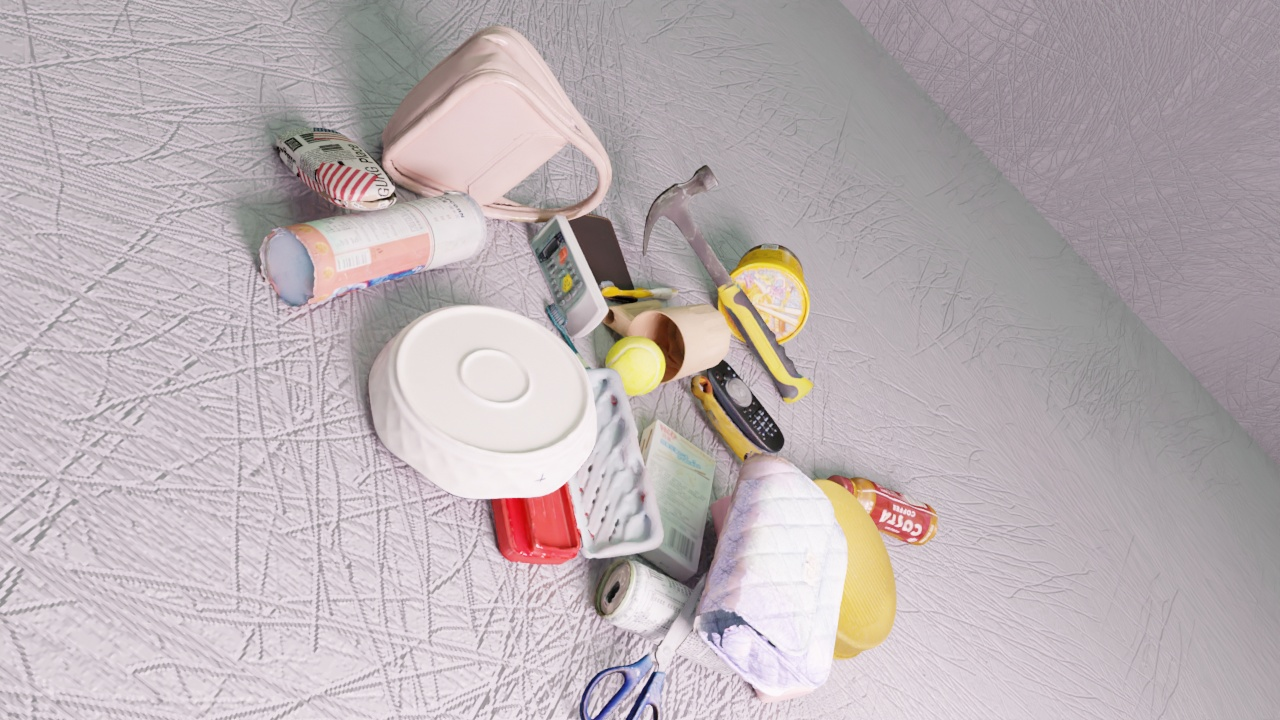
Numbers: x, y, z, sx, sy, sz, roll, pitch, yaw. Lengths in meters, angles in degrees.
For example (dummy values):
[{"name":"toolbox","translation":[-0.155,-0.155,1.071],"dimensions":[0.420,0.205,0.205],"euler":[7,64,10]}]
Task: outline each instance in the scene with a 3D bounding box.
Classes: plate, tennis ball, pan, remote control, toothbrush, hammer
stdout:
[{"name":"plate","translation":[-0.131,0.027,0.805],"dimensions":[0.204,0.046,0.204],"euler":[14,44,-14]},{"name":"tennis ball","translation":[-0.006,0.006,0.991],"dimensions":[0.065,0.066,0.065],"euler":[28,41,-27]},{"name":"pan","translation":[0.166,0.164,1.035],"dimensions":[0.197,0.078,0.357],"euler":[-21,82,-53]},{"name":"remote control","translation":[0.124,0.058,1.117],"dimensions":[0.136,0.024,0.053],"euler":[52,42,2]},{"name":"toothbrush","translation":[-0.050,0.017,0.975],"dimensions":[0.016,0.018,0.191],"euler":[-14,68,-51]},{"name":"hammer","translation":[0.116,-0.079,1.166],"dimensions":[0.323,0.126,0.031],"euler":[55,13,-16]},{"name":"remote control","translation":[-0.080,-0.092,1.012],"dimensions":[0.019,0.056,0.135],"euler":[-1,59,-46]},{"name":"toothbrush","translation":[0.000,-0.084,1.097],"dimensions":[0.018,0.016,0.191],"euler":[57,25,14]}]

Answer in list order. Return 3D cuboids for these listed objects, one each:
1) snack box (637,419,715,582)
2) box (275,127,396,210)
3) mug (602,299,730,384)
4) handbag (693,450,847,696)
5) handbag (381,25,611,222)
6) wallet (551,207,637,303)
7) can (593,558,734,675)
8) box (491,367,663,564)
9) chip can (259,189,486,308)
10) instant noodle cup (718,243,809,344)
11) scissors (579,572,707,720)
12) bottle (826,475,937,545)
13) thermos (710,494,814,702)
[{"name":"snack box","translation":[0.029,0.140,0.938],"dimensions":[0.084,0.027,0.156],"euler":[37,37,-17]},{"name":"box","translation":[-0.282,-0.175,0.846],"dimensions":[0.068,0.052,0.164],"euler":[2,30,-44]},{"name":"mug","translation":[0.030,-0.032,1.065],"dimensions":[0.125,0.084,0.103],"euler":[34,27,26]},{"name":"handbag","translation":[0.124,0.189,0.827],"dimensions":[0.134,0.076,0.193],"euler":[44,39,-18]},{"name":"handbag","translation":[-0.133,-0.220,0.974],"dimensions":[0.234,0.194,0.093],"euler":[32,45,-36]},{"name":"wallet","translation":[-0.057,-0.126,1.101],"dimensions":[0.096,0.020,0.122],"euler":[5,54,-39]},{"name":"can","translation":[0.033,0.232,0.829],"dimensions":[0.146,0.058,0.058],"euler":[31,39,-23]},{"name":"box","translation":[-0.071,0.091,0.853],"dimensions":[0.161,0.058,0.200],"euler":[3,53,-27]},{"name":"chip can","translation":[-0.237,-0.107,0.844],"dimensions":[0.071,0.071,0.214],"euler":[53,36,6]},{"name":"instant noodle cup","translation":[0.170,-0.096,1.237],"dimensions":[0.118,0.119,0.114],"euler":[42,29,-10]},{"name":"scissors","translation":[0.021,0.260,0.775],"dimensions":[0.172,0.012,0.133],"euler":[-14,87,-33]},{"name":"bottle","translation":[0.301,0.186,1.158],"dimensions":[0.174,0.058,0.057],"euler":[24,43,-31]},{"name":"thermos","translation":[0.118,0.228,0.901],"dimensions":[0.087,0.067,0.198],"euler":[50,26,-59]}]
